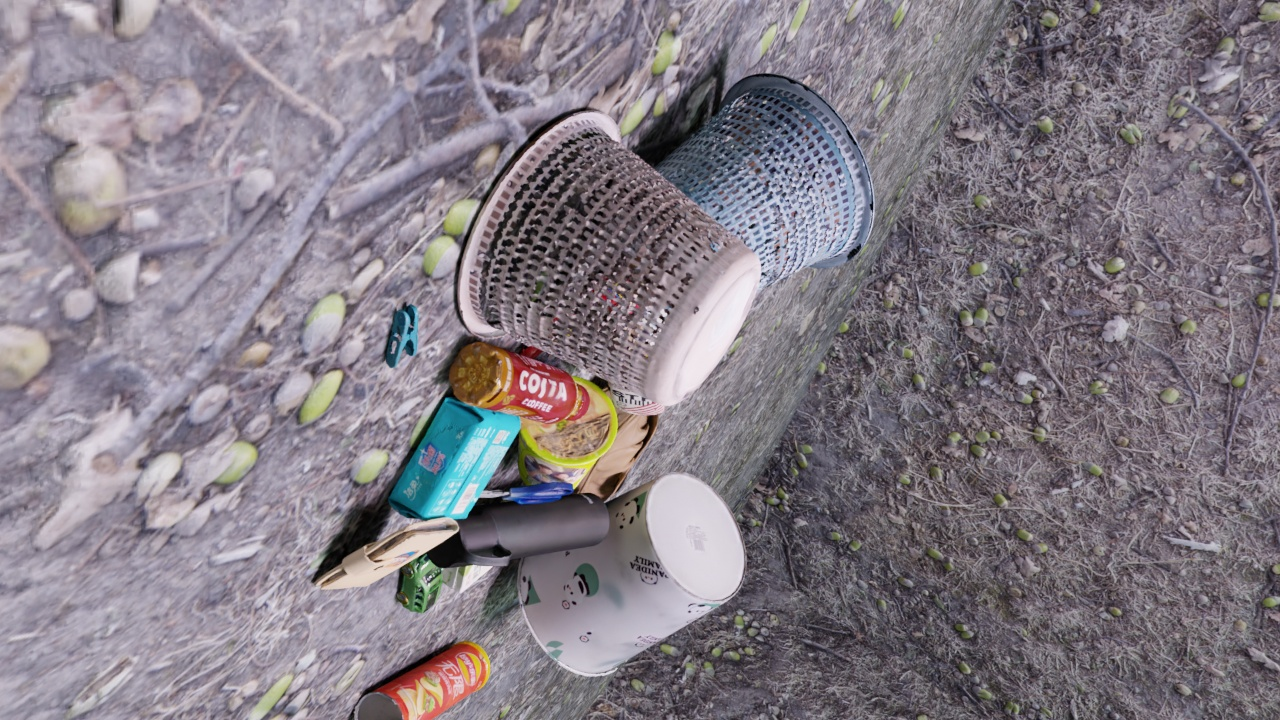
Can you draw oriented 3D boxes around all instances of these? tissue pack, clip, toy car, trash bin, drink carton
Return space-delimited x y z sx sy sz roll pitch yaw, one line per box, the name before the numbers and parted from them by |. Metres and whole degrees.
tissue pack | -0.175 0.091 0.880 0.133 0.050 0.093 -58 162 3
clip | -0.183 -0.020 0.713 0.039 0.014 0.056 -39 158 -48
toy car | -0.101 -0.007 0.940 0.106 0.031 0.049 -44 158 0
trash bin | -0.013 -0.071 0.795 0.227 0.192 0.228 -50 163 -22
drink carton | -0.188 0.217 1.089 0.122 0.045 0.054 -35 148 -53
trash bin | -0.006 0.287 1.273 0.253 0.229 0.228 -37 178 36
trash bin | 0.093 -0.155 0.955 0.194 0.226 0.227 -34 155 -24
toy car | -0.240 0.241 1.009 0.043 0.036 0.091 -38 152 -45

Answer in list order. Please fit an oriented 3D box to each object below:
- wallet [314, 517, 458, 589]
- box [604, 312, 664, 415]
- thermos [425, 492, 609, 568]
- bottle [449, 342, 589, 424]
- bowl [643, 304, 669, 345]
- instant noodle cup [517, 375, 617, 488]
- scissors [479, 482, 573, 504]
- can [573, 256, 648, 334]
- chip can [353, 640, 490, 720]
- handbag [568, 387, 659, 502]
wallet | -0.235 0.180 0.846 0.115 0.024 0.087 -30 162 15
box | -0.008 0.003 1.010 0.163 0.076 0.088 78 16 -70
thermos | -0.128 0.200 1.049 0.242 0.090 0.068 3 114 -54
bottle | -0.108 0.027 0.879 0.057 0.057 0.174 -58 151 5
bowl | 0.030 -0.055 1.076 0.116 0.066 0.116 -35 -169 8
instant noodle cup | -0.094 0.095 1.044 0.111 0.111 0.124 -46 169 -34
scissors | -0.157 0.147 0.993 0.174 0.012 0.108 -4 160 -17
can | -0.013 -0.085 1.010 0.132 0.053 0.053 -45 160 -36
chip can | -0.277 0.430 1.190 0.073 0.073 0.216 -60 164 11
handbag | -0.052 0.124 1.212 0.147 0.100 0.205 -38 162 -50
